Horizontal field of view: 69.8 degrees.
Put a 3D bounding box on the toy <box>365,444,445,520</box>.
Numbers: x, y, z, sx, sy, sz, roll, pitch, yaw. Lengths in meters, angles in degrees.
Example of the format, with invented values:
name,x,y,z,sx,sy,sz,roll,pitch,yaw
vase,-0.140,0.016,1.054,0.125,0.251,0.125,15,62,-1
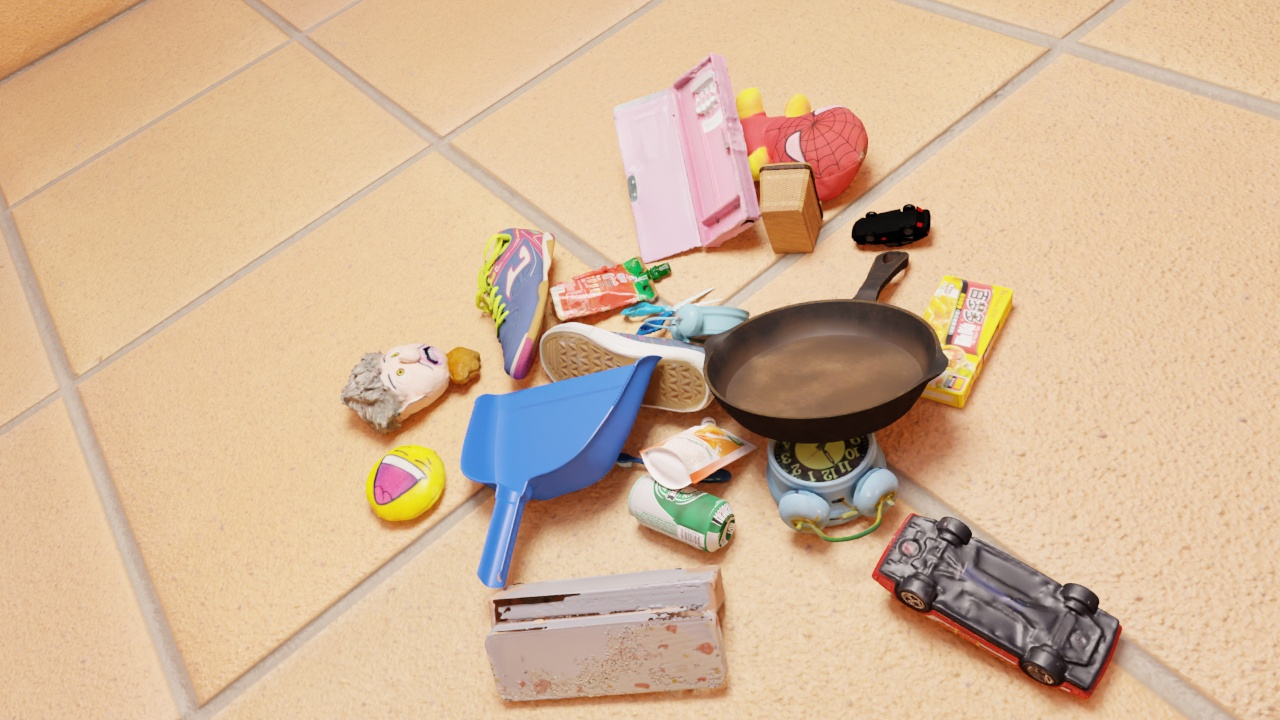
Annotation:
name,x,y,z,sx,sy,sz,roll,pitch,yaw
toy,-0.263,0.136,1.027,0.095,0.041,0.094,22,64,30

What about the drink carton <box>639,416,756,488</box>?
name,x,y,z,sx,sy,sz,roll,pitch,yaw
drink carton,0.061,0.090,0.928,0.069,0.039,0.122,27,28,31

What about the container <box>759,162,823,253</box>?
name,x,y,z,sx,sy,sz,roll,pitch,yaw
container,0.179,-0.178,1.101,0.063,0.114,0.061,1,64,21

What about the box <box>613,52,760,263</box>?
name,x,y,z,sx,sy,sz,roll,pitch,yaw
box,0.062,-0.254,1.180,0.180,0.059,0.232,-18,74,35

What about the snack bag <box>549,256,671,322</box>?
name,x,y,z,sx,sy,sz,roll,pitch,yaw
snack bag,-0.036,-0.094,1.150,0.155,0.044,0.087,-19,43,-3

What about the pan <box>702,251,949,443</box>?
name,x,y,z,sx,sy,sz,roll,pitch,yaw
pan,0.211,-0.022,0.953,0.249,0.043,0.354,7,35,33

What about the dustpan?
name,x,y,z,sx,sy,sz,roll,pitch,yaw
dustpan,-0.108,0.115,0.950,0.246,0.059,0.257,-13,53,35

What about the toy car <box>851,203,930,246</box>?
name,x,y,z,sx,sy,sz,roll,pitch,yaw
toy car,0.296,-0.154,1.083,0.092,0.036,0.042,-8,46,26

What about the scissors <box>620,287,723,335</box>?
name,x,y,z,sx,sy,sz,roll,pitch,yaw
scissors,0.039,-0.055,1.090,0.132,0.015,0.109,-9,27,10

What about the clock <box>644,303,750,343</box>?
name,x,y,z,sx,sy,sz,roll,pitch,yaw
clock,0.066,-0.042,1.026,0.123,0.087,0.042,3,81,-4

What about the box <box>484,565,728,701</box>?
name,x,y,z,sx,sy,sz,roll,pitch,yaw
box,-0.029,0.237,0.844,0.216,0.094,0.107,-9,25,13

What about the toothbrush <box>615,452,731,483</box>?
name,x,y,z,sx,sy,sz,roll,pitch,yaw
toothbrush,0.033,0.113,0.961,0.132,0.016,0.021,7,54,22

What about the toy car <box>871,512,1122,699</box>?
name,x,y,z,sx,sy,sz,roll,pitch,yaw
toy car,0.293,0.200,0.763,0.189,0.056,0.081,27,64,28

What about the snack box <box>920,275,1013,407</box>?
name,x,y,z,sx,sy,sz,roll,pitch,yaw
snack box,0.329,-0.023,0.964,0.075,0.025,0.152,18,59,31

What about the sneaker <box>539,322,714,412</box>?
name,x,y,z,sx,sy,sz,roll,pitch,yaw
sneaker,-0.006,0.006,1.039,0.236,0.087,0.079,11,21,32

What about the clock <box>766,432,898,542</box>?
name,x,y,z,sx,sy,sz,roll,pitch,yaw
clock,0.181,0.109,0.878,0.118,0.060,0.162,-19,44,2

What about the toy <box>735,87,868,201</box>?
name,x,y,z,sx,sy,sz,roll,pitch,yaw
toy,0.194,-0.275,1.181,0.216,0.099,0.147,25,77,36

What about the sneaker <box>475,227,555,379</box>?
name,x,y,z,sx,sy,sz,roll,pitch,yaw
sneaker,-0.163,-0.074,1.142,0.091,0.116,0.241,10,45,-9

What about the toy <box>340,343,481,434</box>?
name,x,y,z,sx,sy,sz,roll,pitch,yaw
toy,-0.280,0.020,1.115,0.176,0.076,0.132,-19,47,-7

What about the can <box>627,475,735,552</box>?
name,x,y,z,sx,sy,sz,roll,pitch,yaw
can,0.041,0.149,0.899,0.101,0.053,0.053,17,58,30
